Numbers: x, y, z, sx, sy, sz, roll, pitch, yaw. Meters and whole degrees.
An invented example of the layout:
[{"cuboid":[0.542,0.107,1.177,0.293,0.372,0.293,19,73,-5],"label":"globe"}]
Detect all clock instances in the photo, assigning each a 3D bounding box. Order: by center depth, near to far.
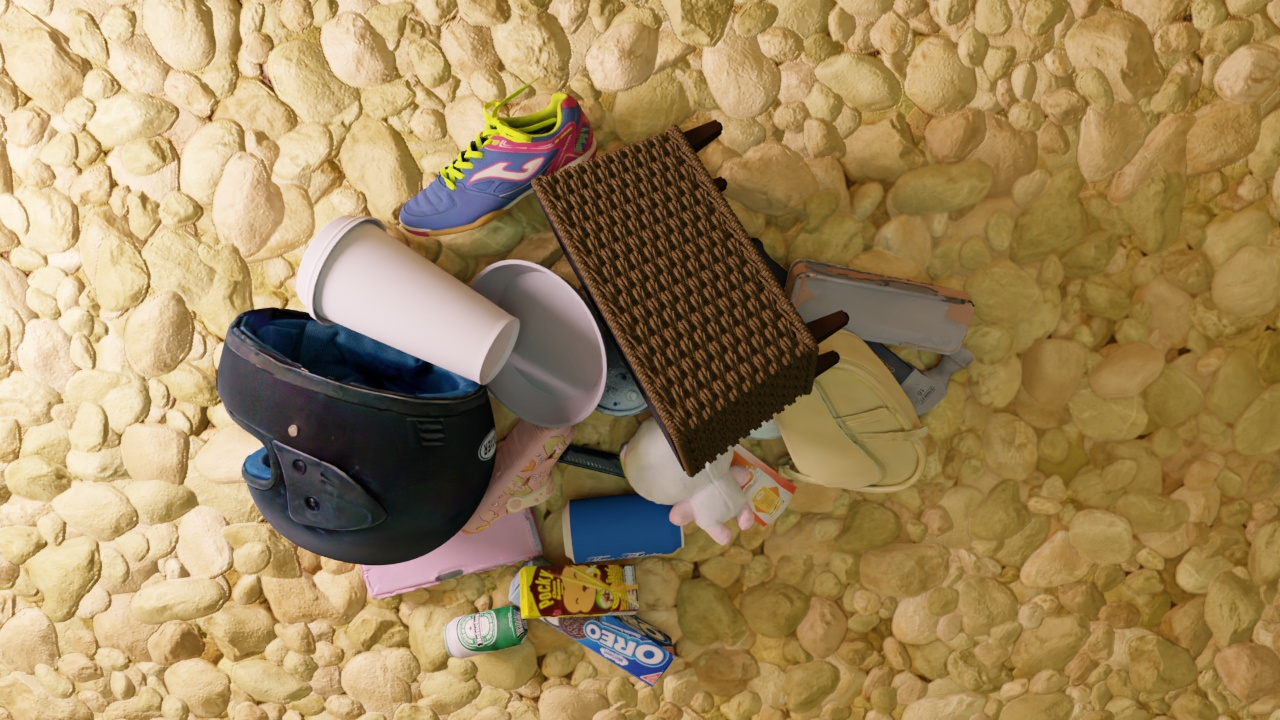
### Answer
[{"cuboid":[-0.007,0.007,1.108,0.162,0.060,0.118,7,104,-5],"label":"clock"}]

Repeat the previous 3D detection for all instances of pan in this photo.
[{"cuboid":[-0.178,-0.064,1.052,0.356,0.050,0.201,37,128,14],"label":"pan"}]

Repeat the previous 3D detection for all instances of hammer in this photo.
[{"cuboid":[0.248,-0.045,1.120,0.312,0.035,0.139,37,101,-10],"label":"hammer"}]

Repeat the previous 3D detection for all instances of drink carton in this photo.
[{"cuboid":[0.131,0.150,1.166,0.122,0.039,0.069,37,100,-4],"label":"drink carton"}]

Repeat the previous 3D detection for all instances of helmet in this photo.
[{"cuboid":[-0.324,0.099,1.026,0.316,0.248,0.236,18,107,1],"label":"helmet"}]

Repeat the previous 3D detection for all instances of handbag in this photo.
[{"cuboid":[0.232,0.067,1.082,0.191,0.088,0.233,-17,124,16],"label":"handbag"}]

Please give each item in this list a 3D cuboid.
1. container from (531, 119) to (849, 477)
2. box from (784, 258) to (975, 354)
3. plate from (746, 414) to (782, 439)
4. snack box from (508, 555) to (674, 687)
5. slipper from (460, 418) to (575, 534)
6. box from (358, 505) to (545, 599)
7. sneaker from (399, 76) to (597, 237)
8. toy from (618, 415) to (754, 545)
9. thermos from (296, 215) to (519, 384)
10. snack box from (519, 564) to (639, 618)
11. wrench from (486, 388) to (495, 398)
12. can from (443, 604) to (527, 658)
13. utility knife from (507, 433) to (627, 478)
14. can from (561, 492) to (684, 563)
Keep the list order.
[{"cuboid":[0.058,-0.077,0.970,0.205,0.176,0.321,-28,70,-2],"label":"container"},{"cuboid":[0.275,-0.062,1.072,0.216,0.062,0.081,11,115,-3],"label":"box"},{"cuboid":[0.152,0.027,1.128,0.157,0.014,0.157,1,116,1],"label":"plate"},{"cuboid":[-0.062,0.336,1.189,0.226,0.059,0.059,35,96,-10],"label":"snack box"},{"cuboid":[-0.139,0.141,1.108,0.081,0.093,0.197,41,92,-25],"label":"slipper"},{"cuboid":[-0.244,0.233,1.166,0.233,0.037,0.098,-14,105,1],"label":"box"},{"cuboid":[-0.172,-0.225,1.029,0.242,0.116,0.091,-27,132,0],"label":"sneaker"},{"cuboid":[0.065,0.137,1.105,0.138,0.102,0.179,-33,80,-22],"label":"toy"},{"cuboid":[-0.248,-0.061,1.003,0.222,0.131,0.132,28,102,8],"label":"thermos"},{"cuboid":[-0.075,0.286,1.139,0.148,0.026,0.061,4,65,-23],"label":"snack box"},{"cuboid":[-0.220,0.015,1.127,0.273,0.009,0.047,28,101,-9],"label":"wrench"},{"cuboid":[-0.199,0.352,1.189,0.101,0.053,0.053,-13,104,1],"label":"can"},{"cuboid":[-0.065,0.123,1.155,0.213,0.020,0.028,14,85,-5],"label":"utility knife"},{"cuboid":[-0.022,0.207,1.147,0.146,0.079,0.079,-6,104,-1],"label":"can"}]
